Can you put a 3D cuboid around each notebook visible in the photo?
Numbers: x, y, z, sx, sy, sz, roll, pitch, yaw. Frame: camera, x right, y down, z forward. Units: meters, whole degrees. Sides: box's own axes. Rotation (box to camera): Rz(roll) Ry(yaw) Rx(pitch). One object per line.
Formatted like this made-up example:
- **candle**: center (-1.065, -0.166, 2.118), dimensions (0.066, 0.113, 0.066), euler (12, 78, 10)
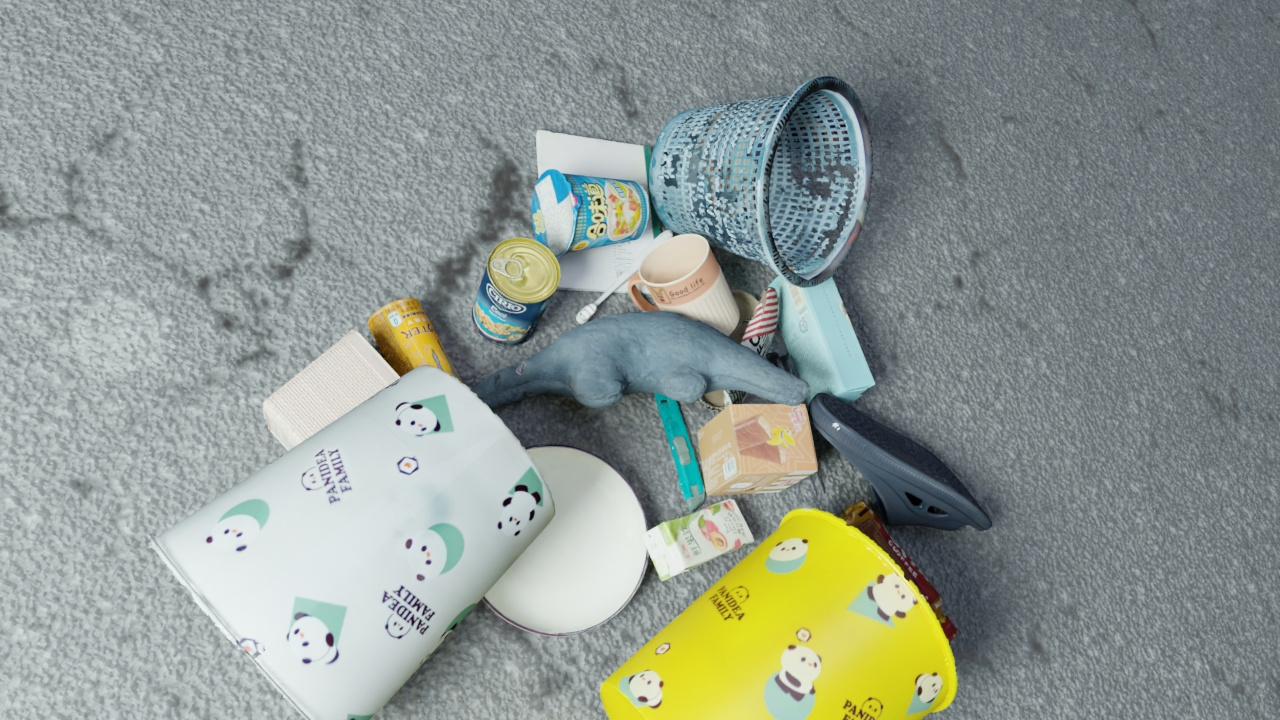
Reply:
- **notebook**: center (-0.047, -0.178, 1.105), dimensions (0.150, 0.012, 0.209), euler (2, 68, -21)

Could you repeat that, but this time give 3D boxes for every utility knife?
- **utility knife**: center (0.040, 0.084, 1.026), dimensions (0.029, 0.013, 0.174), euler (-10, 72, -25)

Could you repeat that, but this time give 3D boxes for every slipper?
- **slipper**: center (0.284, 0.132, 1.058), dimensions (0.268, 0.083, 0.110), euler (31, 20, -18)

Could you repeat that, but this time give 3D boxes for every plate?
- **plate**: center (-0.087, 0.181, 0.924), dimensions (0.192, 0.039, 0.192), euler (7, 66, -17)

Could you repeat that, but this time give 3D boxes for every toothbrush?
- **toothbrush**: center (-0.015, -0.102, 1.071), dimensions (0.016, 0.016, 0.179), euler (47, 60, -6)

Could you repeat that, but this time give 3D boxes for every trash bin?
- **trash bin**: center (0.127, -0.210, 1.056), dimensions (0.226, 0.195, 0.227), euler (-18, 115, -45)
- **trash bin**: center (-0.223, 0.149, 0.767), dimensions (0.229, 0.230, 0.251), euler (47, 65, 3)
- **trash bin**: center (0.118, 0.301, 0.851), dimensions (0.254, 0.230, 0.229), euler (-31, 81, -23)

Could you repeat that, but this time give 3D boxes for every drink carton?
- **drink carton**: center (0.059, 0.185, 0.950), dimensions (0.122, 0.046, 0.053), euler (-8, 68, -49)

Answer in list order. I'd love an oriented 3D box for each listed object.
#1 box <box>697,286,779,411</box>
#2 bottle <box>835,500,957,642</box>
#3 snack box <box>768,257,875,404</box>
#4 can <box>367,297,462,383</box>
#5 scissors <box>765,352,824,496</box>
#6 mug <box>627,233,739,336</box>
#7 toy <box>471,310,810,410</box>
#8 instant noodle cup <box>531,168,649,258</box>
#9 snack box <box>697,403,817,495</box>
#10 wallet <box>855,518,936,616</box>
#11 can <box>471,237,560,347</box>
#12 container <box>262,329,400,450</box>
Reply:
- **box**: center (0.106, -0.015, 1.073), dimensions (0.086, 0.076, 0.162), euler (8, 59, 26)
- **bottle**: center (0.281, 0.241, 1.021), dimensions (0.057, 0.058, 0.175), euler (-35, 83, -29)
- **snack box**: center (0.213, -0.031, 1.102), dimensions (0.051, 0.074, 0.174), euler (-11, 72, -23)
- **can**: center (-0.221, 0.010, 0.936), dimensions (0.058, 0.058, 0.146), euler (-25, 78, -27)
- **scissors**: center (0.179, 0.067, 1.061), dimensions (0.163, 0.014, 0.164), euler (53, 30, -35)
- **mug**: center (0.044, -0.075, 1.043), dimensions (0.106, 0.115, 0.081), euler (57, 39, -38)
- **toy**: center (-0.006, 0.006, 0.979), dimensions (0.356, 0.091, 0.137), euler (-3, 43, 0)
- **instant noodle cup**: center (-0.053, -0.168, 1.044), dimensions (0.109, 0.099, 0.099), euler (-8, 71, -33)
- **snack box**: center (0.126, 0.098, 1.005), dimensions (0.094, 0.093, 0.077), euler (0, 68, -20)
- **wallet**: center (0.243, 0.247, 0.987), dimensions (0.101, 0.032, 0.124), euler (-35, 85, 12)
- **can**: center (-0.134, -0.069, 0.972), dimensions (0.075, 0.111, 0.075), euler (8, 64, -16)
- **container**: center (-0.291, 0.046, 0.880), dimensions (0.090, 0.090, 0.110), euler (47, 64, 3)
